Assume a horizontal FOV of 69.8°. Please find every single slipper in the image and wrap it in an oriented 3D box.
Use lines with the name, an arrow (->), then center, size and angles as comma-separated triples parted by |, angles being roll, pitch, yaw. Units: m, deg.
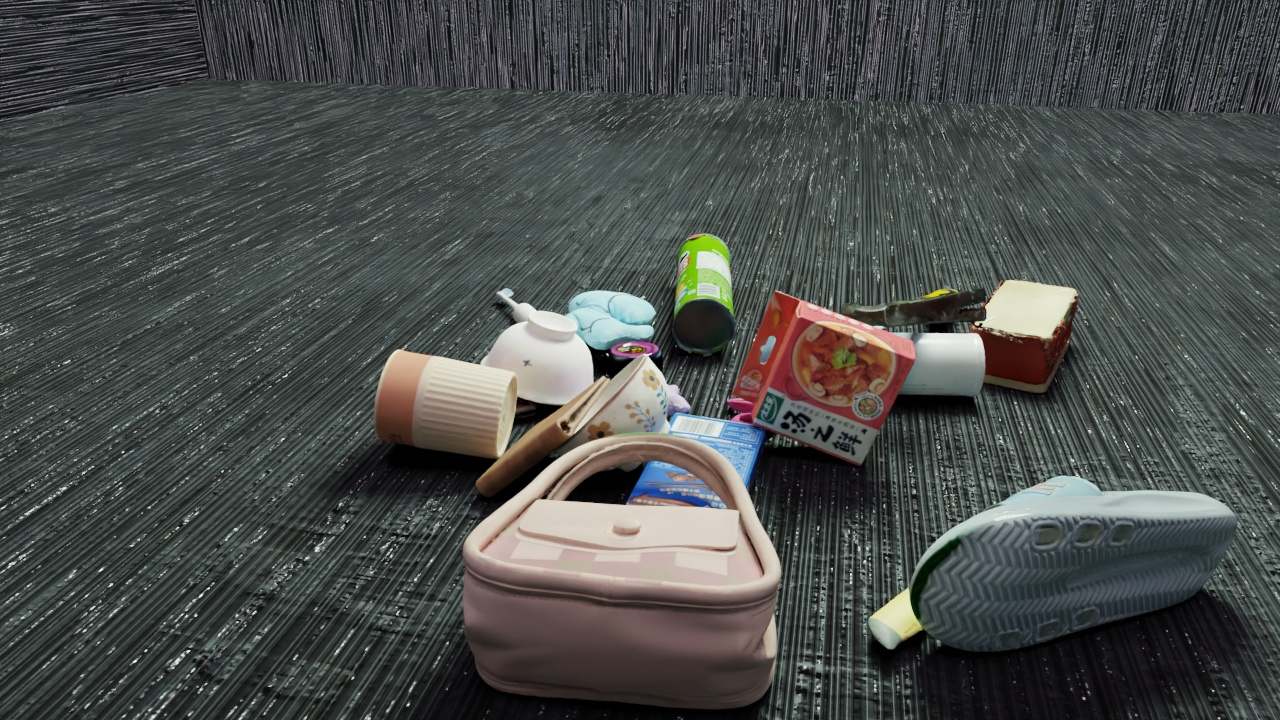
slipper -> 0.287, 0.124, 0.614 | 0.245, 0.104, 0.074 | -3, 27, -18

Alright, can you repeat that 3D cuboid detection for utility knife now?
utility knife -> 0.210, 0.156, 0.637 | 0.172, 0.019, 0.031 | -22, 37, -38

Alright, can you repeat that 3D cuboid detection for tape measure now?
tape measure -> -0.006, 0.006, 0.943 | 0.056, 0.039, 0.058 | -18, 25, -39

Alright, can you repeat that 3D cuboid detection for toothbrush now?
toothbrush -> -0.127, -0.046, 1.070 | 0.026, 0.027, 0.221 | -32, 33, -14

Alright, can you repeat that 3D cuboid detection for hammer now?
hammer -> 0.311, -0.058, 0.979 | 0.126, 0.032, 0.322 | -4, 3, 25

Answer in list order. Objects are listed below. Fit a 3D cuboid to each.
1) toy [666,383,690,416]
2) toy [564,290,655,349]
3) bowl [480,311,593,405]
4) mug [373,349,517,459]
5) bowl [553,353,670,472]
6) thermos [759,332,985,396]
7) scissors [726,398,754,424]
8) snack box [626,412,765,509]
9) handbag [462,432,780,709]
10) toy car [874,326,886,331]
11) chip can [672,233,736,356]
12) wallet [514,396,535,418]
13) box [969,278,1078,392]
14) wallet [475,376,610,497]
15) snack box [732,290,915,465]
toy -> -0.011, 0.038, 0.872 | 0.108, 0.039, 0.084 | -6, 10, -2
toy -> -0.034, -0.049, 1.040 | 0.161, 0.050, 0.155 | 18, 22, 40
bowl -> -0.094, -0.011, 0.912 | 0.118, 0.065, 0.118 | 14, 19, -5
mug -> -0.167, 0.036, 0.819 | 0.106, 0.082, 0.114 | 10, 14, 2
bowl -> -0.015, 0.055, 0.783 | 0.062, 0.114, 0.113 | 45, 28, -7
thermos -> 0.226, 0.004, 0.918 | 0.220, 0.070, 0.070 | 0, 25, 2
scissors -> 0.145, 0.050, 0.878 | 0.137, 0.017, 0.096 | -2, 17, -14
snack box -> 0.050, 0.094, 0.761 | 0.084, 0.026, 0.156 | 8, 26, 14
handbag -> -0.002, 0.119, 0.625 | 0.193, 0.093, 0.233 | 4, 26, 7
toy car -> 0.227, -0.029, 1.023 | 0.120, 0.037, 0.054 | -19, 30, -41
chip can -> 0.076, -0.085, 1.098 | 0.072, 0.072, 0.235 | 1, 25, 3
wallet -> -0.173, 0.041, 0.891 | 0.122, 0.020, 0.096 | -12, 27, -19
box -> 0.415, -0.038, 0.987 | 0.091, 0.079, 0.167 | 13, 28, 29
wallet -> -0.079, 0.061, 0.774 | 0.101, 0.020, 0.115 | -37, 7, 26
snack box -> 0.154, 0.016, 0.793 | 0.127, 0.113, 0.044 | 21, 28, 5
